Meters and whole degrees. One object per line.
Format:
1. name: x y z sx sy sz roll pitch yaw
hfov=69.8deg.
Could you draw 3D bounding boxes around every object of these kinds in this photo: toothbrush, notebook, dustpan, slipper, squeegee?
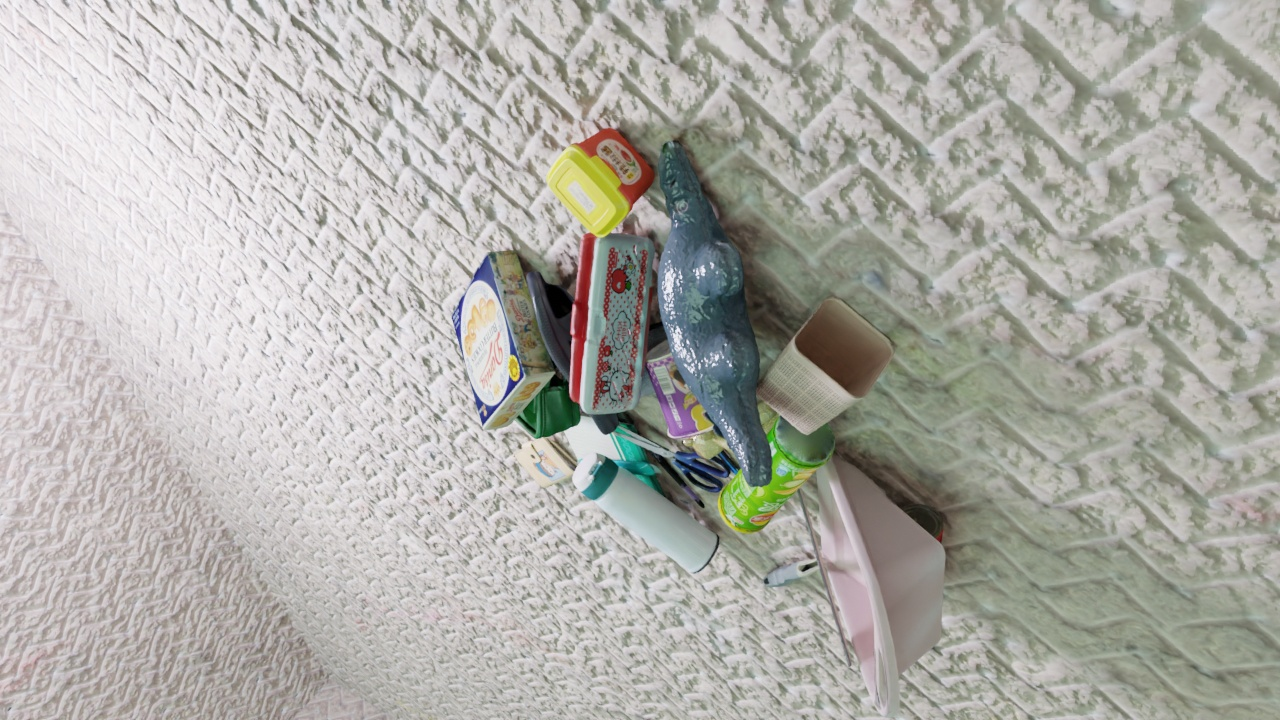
1. toothbrush: 0.094 0.106 1.191 0.189 0.016 0.014 49 134 -12
2. notebook: -0.035 0.158 1.347 0.151 0.012 0.209 10 135 39
3. dustpan: 0.232 0.247 1.022 0.273 0.138 0.223 37 148 49
4. slipper: -0.066 -0.018 1.160 0.110 0.083 0.268 -115 -1 -49
5. squeegee: 0.210 0.274 1.200 0.247 0.039 0.246 113 145 -69
6. toothbrush: 0.029 0.137 1.279 0.189 0.014 0.017 48 131 -7

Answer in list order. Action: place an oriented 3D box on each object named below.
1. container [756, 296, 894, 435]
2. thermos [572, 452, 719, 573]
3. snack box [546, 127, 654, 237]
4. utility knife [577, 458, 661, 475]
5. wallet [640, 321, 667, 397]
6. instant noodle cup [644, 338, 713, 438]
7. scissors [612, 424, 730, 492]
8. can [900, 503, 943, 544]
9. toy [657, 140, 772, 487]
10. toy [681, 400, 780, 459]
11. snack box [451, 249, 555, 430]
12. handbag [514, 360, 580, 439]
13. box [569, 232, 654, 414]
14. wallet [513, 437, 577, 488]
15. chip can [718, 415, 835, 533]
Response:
1. container: 0.185 0.011 0.949 0.090 0.090 0.111 40 147 4
2. thermos: 0.005 0.212 1.294 0.224 0.073 0.073 37 145 -13
3. snack box: -0.040 -0.189 0.961 0.091 0.079 0.082 46 143 -5
4. utility knife: -0.034 0.152 1.316 0.162 0.013 0.029 -2 130 41
5. wallet: -0.007 0.007 1.115 0.019 0.121 0.097 -113 7 -52
6. instant noodle cup: 0.061 0.021 1.065 0.112 0.111 0.099 -14 107 49
7. scissors: 0.043 0.122 1.230 0.173 0.012 0.129 42 140 -15
8. can: 0.320 0.230 1.068 0.053 0.053 0.133 18 137 29
9. toy: 0.071 -0.047 0.950 0.138 0.091 0.356 160 96 -82
10. toy: 0.118 0.080 1.108 0.105 0.066 0.158 12 154 -34
11. snack box: -0.188 -0.025 1.221 0.178 0.045 0.182 -45 59 53
12. handbag: -0.139 0.038 1.269 0.131 0.067 0.120 37 135 49
13. box: -0.034 -0.041 1.020 0.094 0.091 0.201 6 99 7
14. wallet: -0.152 0.160 1.462 0.087 0.024 0.115 45 145 -11
15. chip can: 0.156 0.132 1.077 0.072 0.072 0.222 37 148 8
